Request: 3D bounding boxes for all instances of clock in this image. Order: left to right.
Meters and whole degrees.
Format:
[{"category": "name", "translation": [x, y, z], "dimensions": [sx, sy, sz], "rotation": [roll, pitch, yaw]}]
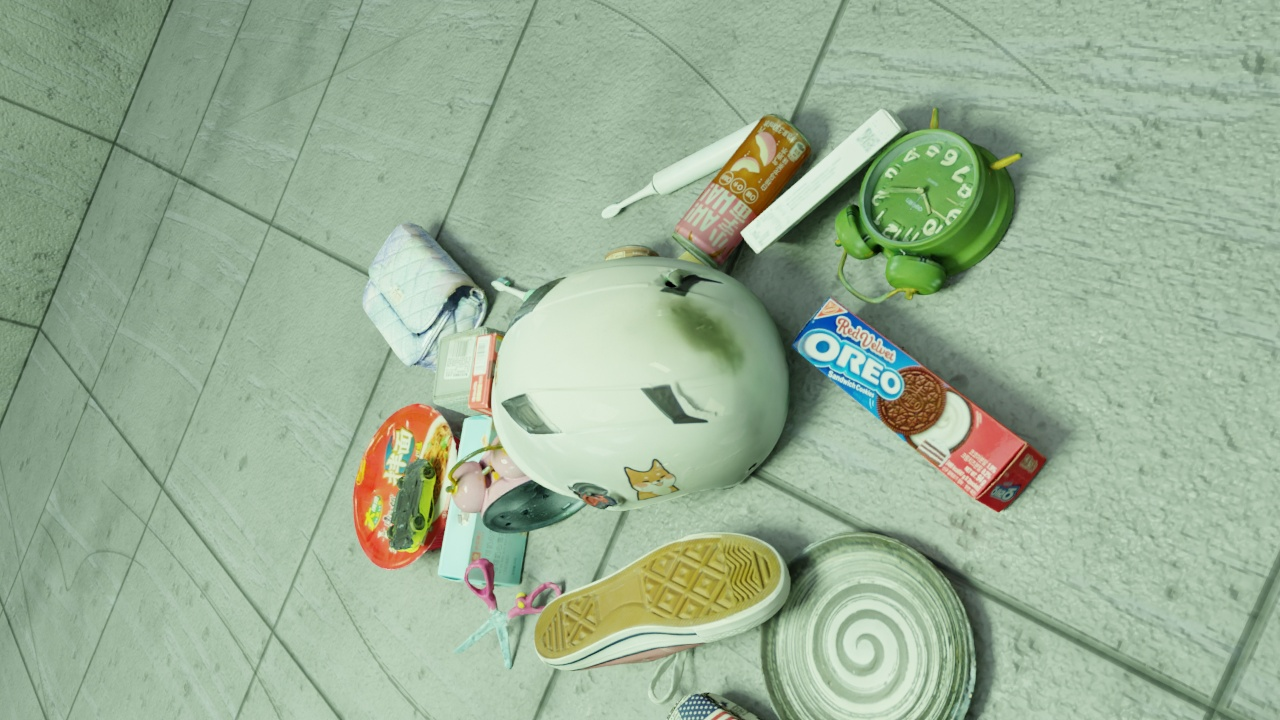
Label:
[{"category": "clock", "translation": [-0.120, 0.116, 0.905], "dimensions": [0.117, 0.158, 0.059], "rotation": [-37, 58, 23]}, {"category": "clock", "translation": [0.226, -0.117, 0.750], "dimensions": [0.161, 0.056, 0.116], "rotation": [-54, 47, 14]}]

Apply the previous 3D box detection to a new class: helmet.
[{"category": "helmet", "translation": [-0.005, 0.005, 0.784], "dimensions": [0.274, 0.157, 0.229], "rotation": [1, 69, 3]}]

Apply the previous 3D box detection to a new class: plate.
[{"category": "plate", "translation": [0.172, 0.223, 0.705], "dimensions": [0.180, 0.024, 0.179], "rotation": [-17, 64, 38]}]

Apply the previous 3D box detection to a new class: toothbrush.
[{"category": "toothbrush", "translation": [-0.104, -0.062, 1.043], "dimensions": [0.027, 0.026, 0.225], "rotation": [-39, 40, -27]}, {"category": "toothbrush", "translation": [0.043, -0.195, 0.958], "dimensions": [0.222, 0.027, 0.026], "rotation": [-21, 21, 35]}]

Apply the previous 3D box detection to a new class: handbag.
[{"category": "handbag", "translation": [-0.280, -0.079, 1.169], "dimensions": [0.194, 0.075, 0.134], "rotation": [42, 104, 41]}]

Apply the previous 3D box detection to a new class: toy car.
[{"category": "toy car", "translation": [-0.245, 0.158, 0.999], "dimensions": [0.048, 0.032, 0.105], "rotation": [-24, 50, 34]}]

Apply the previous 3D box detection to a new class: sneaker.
[{"category": "sneaker", "translation": [0.025, 0.220, 0.791], "dimensions": [0.241, 0.088, 0.118], "rotation": [-25, 46, 22]}]

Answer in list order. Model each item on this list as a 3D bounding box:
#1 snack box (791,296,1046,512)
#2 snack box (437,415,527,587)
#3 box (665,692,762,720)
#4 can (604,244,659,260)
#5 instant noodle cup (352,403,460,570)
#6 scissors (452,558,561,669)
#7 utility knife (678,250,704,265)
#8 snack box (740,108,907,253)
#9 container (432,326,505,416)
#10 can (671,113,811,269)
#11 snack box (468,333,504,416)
[{"category": "snack box", "translation": [0.209, 0.029, 0.715], "dimensions": [0.057, 0.058, 0.207], "rotation": [-53, 49, 10]}, {"category": "snack box", "translation": [-0.160, 0.151, 0.984], "dimensions": [0.052, 0.074, 0.174], "rotation": [-4, 73, 42]}, {"category": "box", "translation": [0.079, 0.314, 0.704], "dimensions": [0.163, 0.083, 0.075], "rotation": [21, 111, 48]}, {"category": "can", "translation": [-0.008, -0.055, 0.933], "dimensions": [0.059, 0.058, 0.116], "rotation": [-15, 66, 37]}, {"category": "instant noodle cup", "translation": [-0.256, 0.151, 1.077], "dimensions": [0.194, 0.065, 0.193], "rotation": [-16, 64, 38]}, {"category": "scissors", "translation": [-0.147, 0.255, 0.934], "dimensions": [0.133, 0.130, 0.017], "rotation": [-38, 16, 10]}, {"category": "utility knife", "translation": [0.013, -0.066, 0.893], "dimensions": [0.220, 0.022, 0.031], "rotation": [-40, 70, -12]}, {"category": "snack box", "translation": [0.162, -0.157, 0.804], "dimensions": [0.157, 0.084, 0.027], "rotation": [-40, 88, 24]}, {"category": "container", "translation": [-0.157, 0.019, 1.000], "dimensions": [0.090, 0.114, 0.090], "rotation": [-11, 69, 39]}, {"category": "can", "translation": [0.095, -0.158, 0.864], "dimensions": [0.147, 0.058, 0.058], "rotation": [-51, 48, 3]}, {"category": "snack box", "translation": [-0.113, 0.030, 0.931], "dimensions": [0.026, 0.152, 0.075], "rotation": [-5, 72, 30]}]
